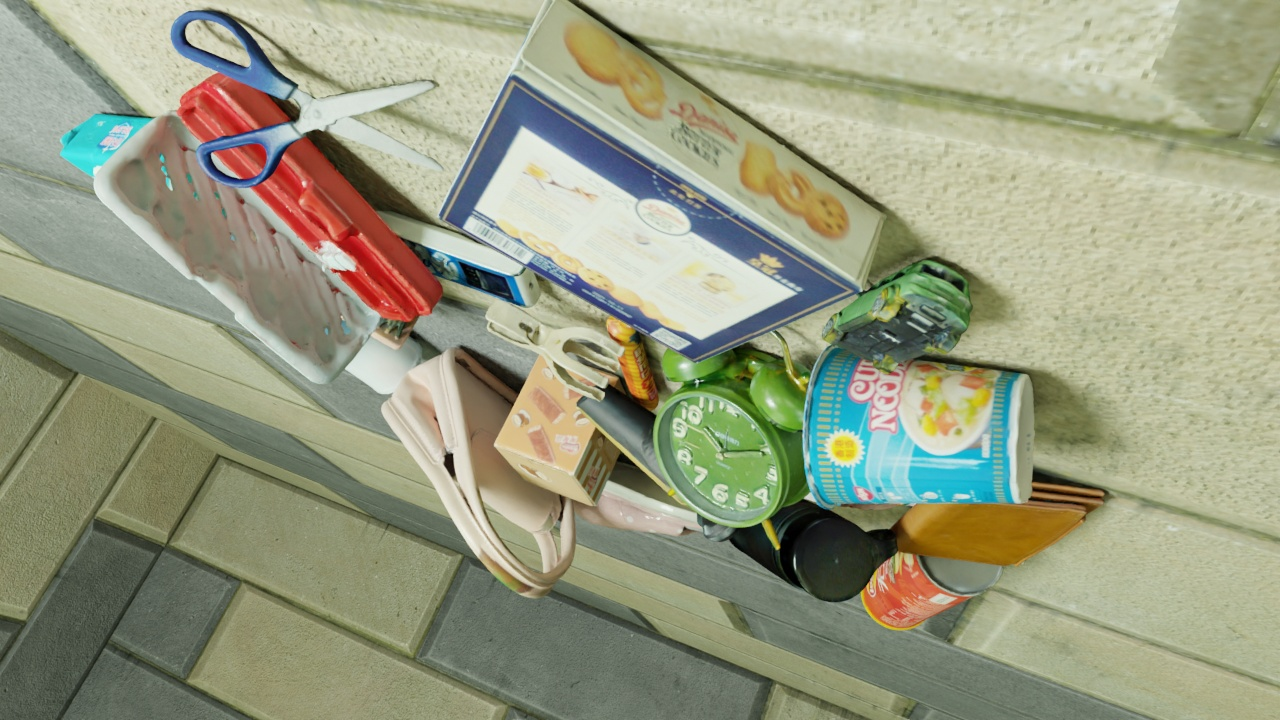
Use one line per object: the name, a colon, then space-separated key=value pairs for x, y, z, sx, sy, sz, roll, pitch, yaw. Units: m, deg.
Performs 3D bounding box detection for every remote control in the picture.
remote control: x=-0.131 y=-0.073 z=0.646 sx=0.125 sy=0.024 sz=0.049 roll=21 pitch=160 yaw=13

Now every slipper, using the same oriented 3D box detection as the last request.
slipper: x=-0.014 y=0.145 z=0.968 sx=0.275 sy=0.054 sz=0.114 roll=14 pitch=-172 yaw=33

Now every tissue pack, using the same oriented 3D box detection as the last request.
tissue pack: x=-0.367 y=-0.141 z=0.701 sx=0.134 sy=0.050 sz=0.093 roll=13 pitch=158 yaw=29

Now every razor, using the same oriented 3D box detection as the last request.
razor: x=0.017 y=0.075 z=0.724 sx=0.167 sy=0.062 sz=0.068 roll=38 pitch=151 yaw=14

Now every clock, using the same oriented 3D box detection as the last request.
clock: x=0.065 y=0.041 z=0.609 sx=0.116 sy=0.056 sz=0.161 roll=22 pitch=125 yaw=30

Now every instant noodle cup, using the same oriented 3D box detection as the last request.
instant noodle cup: x=0.160 y=0.040 z=0.518 sx=0.110 sy=0.099 sz=0.099 roll=1 pitch=151 yaw=30

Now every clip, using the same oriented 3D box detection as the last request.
clip: x=-0.060 y=-0.004 z=0.664 sx=0.104 sy=0.034 sz=0.087 roll=19 pitch=161 yaw=20

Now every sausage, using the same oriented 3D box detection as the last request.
sausage: x=-0.004 y=0.004 z=0.700 sx=0.021 sy=0.021 sz=0.165 roll=18 pitch=159 yaw=16

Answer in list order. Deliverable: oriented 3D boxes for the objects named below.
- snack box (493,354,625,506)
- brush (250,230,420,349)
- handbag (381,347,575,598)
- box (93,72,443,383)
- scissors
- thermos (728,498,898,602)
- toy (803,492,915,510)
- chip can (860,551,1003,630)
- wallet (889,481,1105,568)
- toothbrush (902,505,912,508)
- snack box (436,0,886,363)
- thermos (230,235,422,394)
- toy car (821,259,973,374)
snack box: x=-0.063 y=0.061 z=0.802 sx=0.077 sy=0.094 sz=0.093 roll=18 pitch=160 yaw=17
brush: x=-0.242 y=-0.067 z=0.727 sx=0.145 sy=0.063 sz=0.073 roll=30 pitch=149 yaw=-14
handbag: x=-0.134 y=0.117 z=0.860 sx=0.193 sy=0.093 sz=0.234 roll=42 pitch=-167 yaw=-45
box: x=-0.234 y=-0.078 z=0.600 sx=0.095 sy=0.100 sz=0.201 roll=1 pitch=140 yaw=46
scissors: x=-0.192 y=-0.142 z=0.506 sx=0.163 sy=0.012 sz=0.163 roll=-29 pitch=105 yaw=30
thermos: x=0.135 y=0.146 z=0.759 sx=0.090 sy=0.068 sz=0.242 roll=-4 pitch=178 yaw=-7
toy: x=0.147 y=0.080 z=0.684 sx=0.159 sy=0.054 sz=0.121 roll=21 pitch=162 yaw=-15
chip can: x=0.248 y=0.189 z=0.805 sx=0.073 sy=0.073 sz=0.217 roll=20 pitch=160 yaw=10
wallet: x=0.250 y=0.115 z=0.644 sx=0.119 sy=0.035 sz=0.131 roll=4 pitch=153 yaw=-1
toothbrush: x=0.152 y=0.095 z=0.769 sx=0.189 sy=0.014 sz=0.017 roll=15 pitch=136 yaw=20
snack box: x=-0.001 y=-0.073 z=0.469 sx=0.178 sy=0.045 sz=0.183 roll=30 pitch=159 yaw=-14
thermos: x=-0.295 y=-0.048 z=0.835 sx=0.070 sy=0.070 sz=0.220 roll=7 pitch=154 yaw=39
toy car: x=0.129 y=-0.021 z=0.465 sx=0.043 sy=0.036 sz=0.091 roll=27 pitch=159 yaw=-10
